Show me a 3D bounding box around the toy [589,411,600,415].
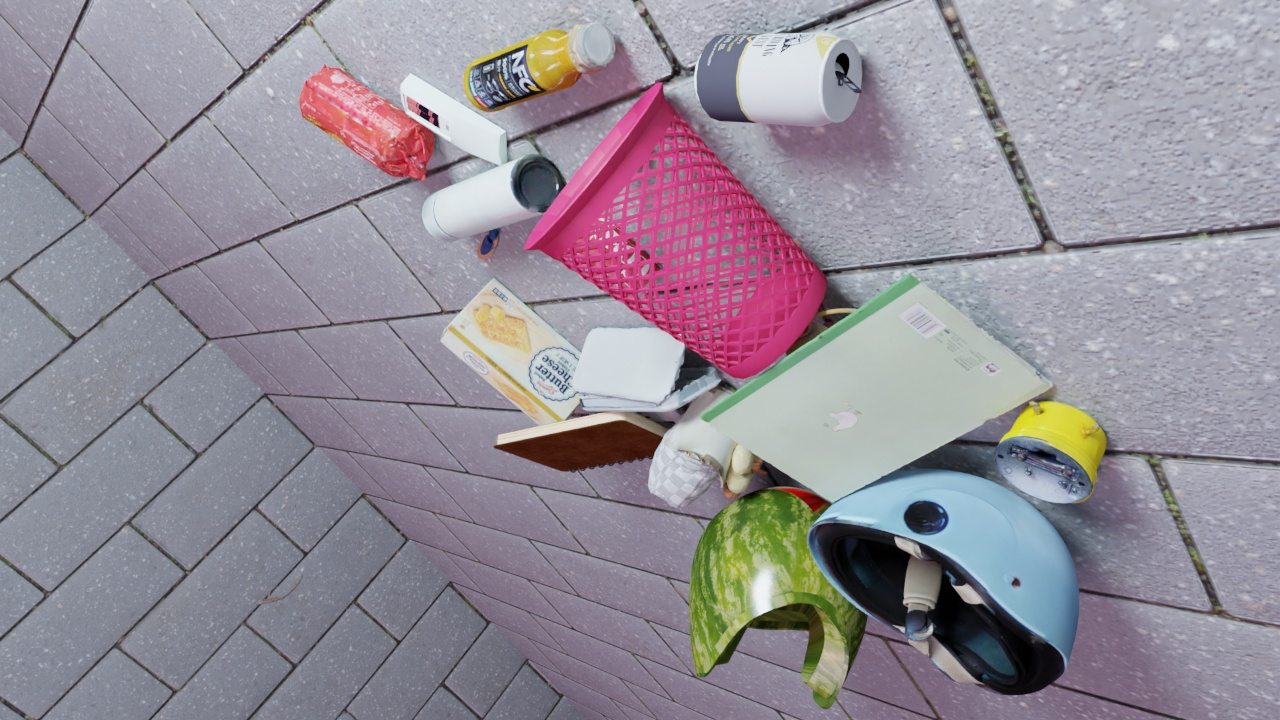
[{"bbox_3d":[-0.035,0.100,1.333,0.076,0.037,0.126,38,166,-13],"label":"toy"}]

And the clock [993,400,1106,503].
[{"bbox_3d":[0.360,0.088,0.810,0.083,0.057,0.119,23,148,28],"label":"clock"}]

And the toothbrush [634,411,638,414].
[{"bbox_3d":[0.011,0.093,1.300,0.181,0.015,0.018,41,146,-2],"label":"toothbrush"}]

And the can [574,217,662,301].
[{"bbox_3d":[-0.026,-0.110,1.000,0.096,0.053,0.054,43,153,-5],"label":"can"}]

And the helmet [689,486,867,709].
[{"bbox_3d":[0.169,0.275,1.137,0.213,0.246,0.244,14,112,-5],"label":"helmet"}]

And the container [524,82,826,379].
[{"bbox_3d":[0.042,-0.101,0.822,0.225,0.182,0.184,39,154,-14],"label":"container"}]

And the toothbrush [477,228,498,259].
[{"bbox_3d":[-0.191,-0.159,1.180,0.021,0.017,0.135,46,155,-3],"label":"toothbrush"}]

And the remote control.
[{"bbox_3d":[-0.214,-0.268,1.031,0.143,0.024,0.050,33,152,13],"label":"remote control"}]

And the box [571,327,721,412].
[{"bbox_3d":[-0.011,0.002,1.120,0.217,0.107,0.110,-5,113,54],"label":"box"}]

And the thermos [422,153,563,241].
[{"bbox_3d":[-0.177,-0.185,1.066,0.231,0.067,0.068,-3,131,54],"label":"thermos"}]

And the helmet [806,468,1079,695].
[{"bbox_3d":[0.308,0.204,0.927,0.266,0.166,0.226,21,146,28],"label":"helmet"}]

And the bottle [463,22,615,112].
[{"bbox_3d":[-0.096,-0.271,0.848,0.186,0.053,0.053,3,136,49],"label":"bottle"}]

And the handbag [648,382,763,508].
[{"bbox_3d":[0.085,0.121,1.138,0.123,0.112,0.172,29,147,-1],"label":"handbag"}]

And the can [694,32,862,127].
[{"bbox_3d":[0.105,-0.208,0.679,0.127,0.064,0.064,16,144,39],"label":"can"}]

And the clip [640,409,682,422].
[{"bbox_3d":[0.029,0.066,1.205,0.054,0.038,0.101,20,163,42],"label":"clip"}]

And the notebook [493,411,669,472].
[{"bbox_3d":[-0.066,0.114,1.266,0.226,0.024,0.167,-14,154,33],"label":"notebook"}]

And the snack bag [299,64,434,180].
[{"bbox_3d":[-0.327,-0.284,1.094,0.176,0.082,0.082,34,152,10],"label":"snack bag"}]

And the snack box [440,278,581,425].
[{"bbox_3d":[-0.164,-0.004,1.275,0.208,0.104,0.058,41,154,-2],"label":"snack box"}]

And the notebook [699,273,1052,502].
[{"bbox_3d":[0.203,0.037,0.823,0.182,0.010,0.253,32,133,-23],"label":"notebook"}]

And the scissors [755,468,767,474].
[{"bbox_3d":[0.119,0.136,1.233,0.125,0.011,0.129,19,147,37],"label":"scissors"}]

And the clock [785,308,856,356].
[{"bbox_3d":[0.190,0.006,0.861,0.117,0.081,0.159,-3,136,13],"label":"clock"}]
